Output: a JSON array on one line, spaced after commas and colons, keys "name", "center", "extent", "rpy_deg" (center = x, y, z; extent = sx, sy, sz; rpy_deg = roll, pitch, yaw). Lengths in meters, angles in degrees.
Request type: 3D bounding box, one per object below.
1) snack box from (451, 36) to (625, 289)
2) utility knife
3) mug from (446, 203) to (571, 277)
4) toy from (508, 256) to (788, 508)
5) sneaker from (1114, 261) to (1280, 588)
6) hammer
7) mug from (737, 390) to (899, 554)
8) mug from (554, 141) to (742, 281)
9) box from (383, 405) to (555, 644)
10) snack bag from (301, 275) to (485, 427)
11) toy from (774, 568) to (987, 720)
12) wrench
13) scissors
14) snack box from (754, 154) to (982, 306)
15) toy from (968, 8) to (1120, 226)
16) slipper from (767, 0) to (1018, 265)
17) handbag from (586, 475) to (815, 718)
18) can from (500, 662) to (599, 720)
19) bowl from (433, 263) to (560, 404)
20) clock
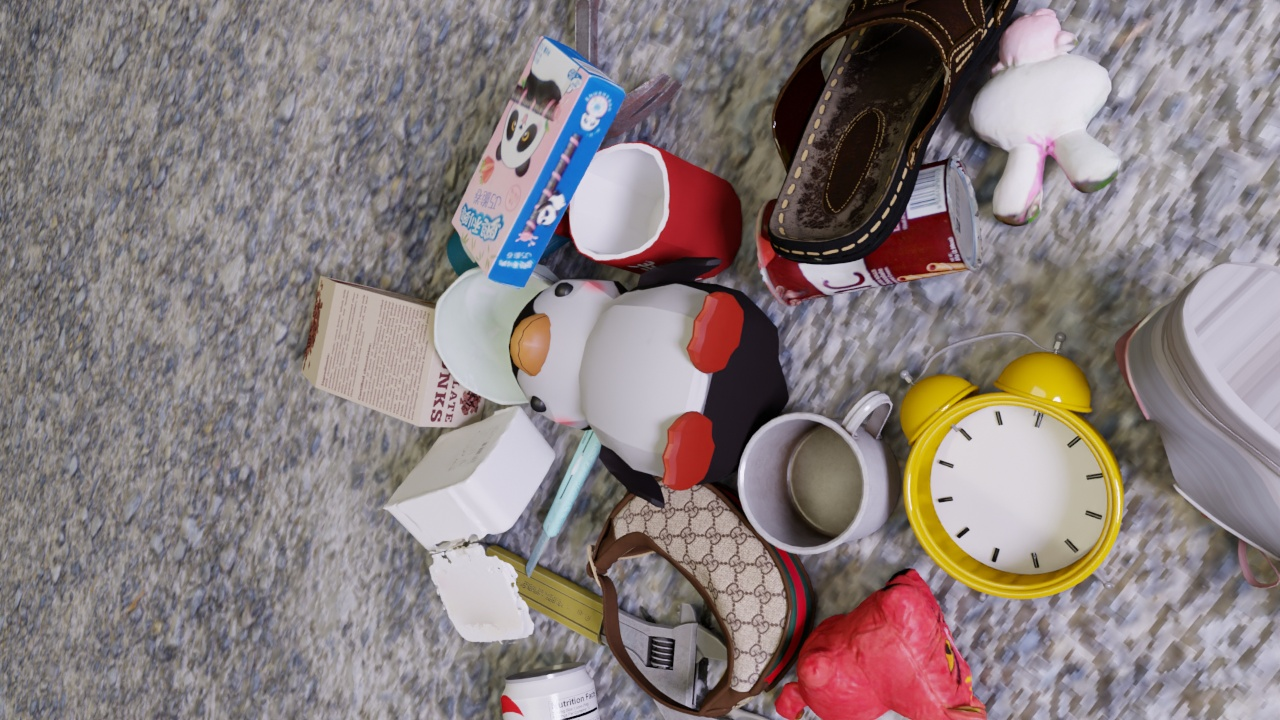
[{"name": "snack box", "center": [-0.075, -0.137, 0.635], "extent": [0.154, 0.033, 0.088], "rpy_deg": [-60, 41, 19]}, {"name": "utility knife", "center": [-0.056, 0.105, 0.712], "extent": [0.022, 0.015, 0.141], "rpy_deg": [32, 99, 48]}, {"name": "mug", "center": [-0.096, -0.109, 0.731], "extent": [0.122, 0.078, 0.078], "rpy_deg": [-35, 68, 31]}, {"name": "toy", "center": [-0.004, 0.004, 0.619], "extent": [0.184, 0.140, 0.159], "rpy_deg": [16, 95, 36]}, {"name": "sneaker", "center": [0.318, 0.062, 0.438], "extent": [0.099, 0.089, 0.236], "rpy_deg": [-35, 85, -9]}, {"name": "hammer", "center": [-0.032, -0.329, 0.729], "extent": [0.138, 0.035, 0.314], "rpy_deg": [-4, 83, 34]}, {"name": "mug", "center": [0.121, 0.064, 0.568], "extent": [0.084, 0.070, 0.113], "rpy_deg": [48, 111, 27]}, {"name": "mug", "center": [-0.001, -0.099, 0.650], "extent": [0.117, 0.096, 0.080], "rpy_deg": [-3, 84, 34]}, {"name": "box", "center": [-0.118, 0.137, 0.708], "extent": [0.107, 0.151, 0.132], "rpy_deg": [-23, 115, 36]}, {"name": "snack bag", "center": [-0.230, -0.012, 0.814], "extent": [0.207, 0.069, 0.094], "rpy_deg": [15, 94, 34]}, {"name": "toy", "center": [0.137, 0.197, 0.545], "extent": [0.133, 0.088, 0.094], "rpy_deg": [-43, 75, 25]}, {"name": "wrench", "center": [-0.040, 0.195, 0.691], "extent": [0.274, 0.018, 0.083], "rpy_deg": [15, 86, 36]}, {"name": "scissors", "center": [0.046, 0.246, 0.639], "extent": [0.158, 0.012, 0.171], "rpy_deg": [20, 96, 35]}, {"name": "snack box", "center": [0.141, -0.078, 0.568], "extent": [0.122, 0.072, 0.072], "rpy_deg": [-9, 81, 32]}, {"name": "toy", "center": [0.233, -0.143, 0.532], "extent": [0.079, 0.038, 0.122], "rpy_deg": [-12, 79, 46]}, {"name": "slipper", "center": [0.143, -0.174, 0.528], "extent": [0.113, 0.076, 0.267], "rpy_deg": [15, 69, 42]}, {"name": "handbag", "center": [0.030, 0.154, 0.618], "extent": [0.138, 0.063, 0.166], "rpy_deg": [-48, 59, 7]}, {"name": "can", "center": [-0.060, 0.295, 0.672], "extent": [0.070, 0.070, 0.132], "rpy_deg": [-17, 76, 32]}, {"name": "bowl", "center": [-0.097, -0.029, 0.719], "extent": [0.117, 0.061, 0.117], "rpy_deg": [3, 116, 5]}, {"name": "clock", "center": [0.209, 0.060, 0.524], "extent": [0.114, 0.052, 0.152], "rpy_deg": [-16, 82, 32]}]
